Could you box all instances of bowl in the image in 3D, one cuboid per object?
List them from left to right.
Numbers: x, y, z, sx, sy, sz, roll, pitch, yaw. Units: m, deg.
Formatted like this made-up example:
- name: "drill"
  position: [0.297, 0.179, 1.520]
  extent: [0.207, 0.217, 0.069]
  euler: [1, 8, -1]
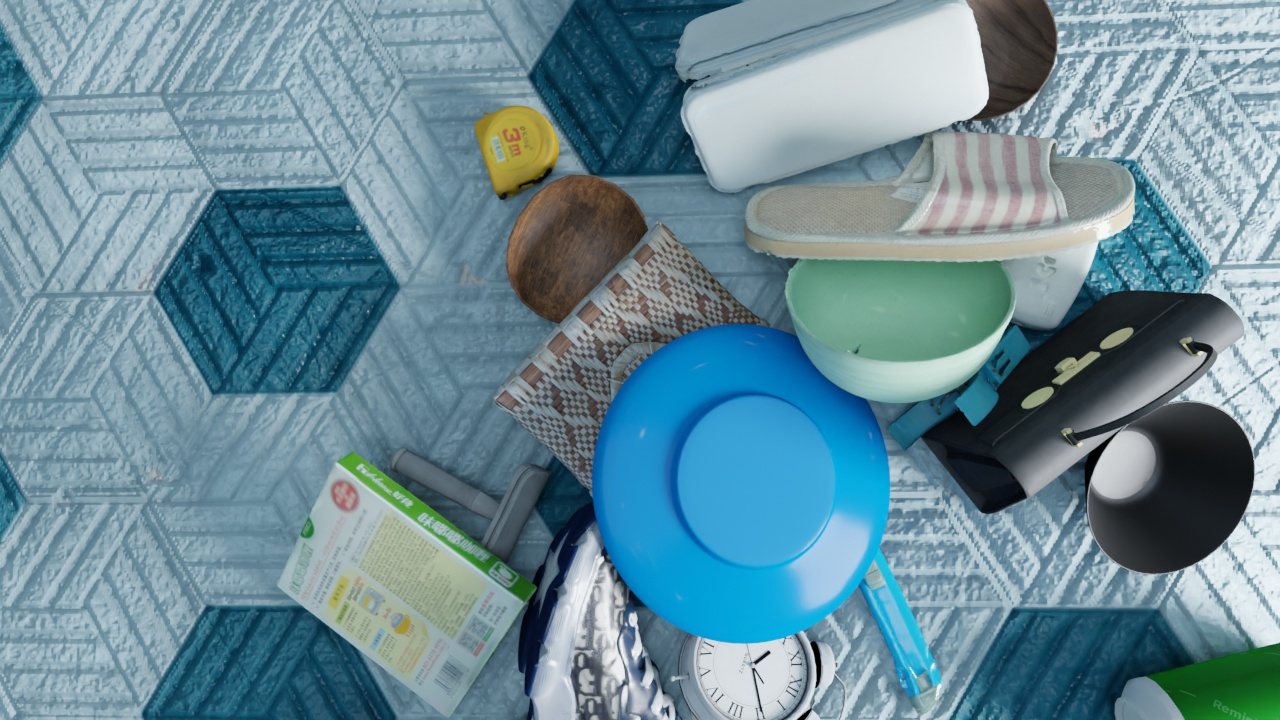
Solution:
- name: "bowl"
  position: [-0.048, -0.084, 0.702]
  extent: [0.102, 0.026, 0.114]
  euler: [30, 92, -8]
- name: "bowl"
  position: [0.178, -0.024, 0.642]
  extent: [0.151, 0.077, 0.150]
  euler: [-6, 41, 5]
- name: "bowl"
  position: [0.247, -0.233, 0.690]
  extent: [0.119, 0.032, 0.119]
  euler: [0, 86, 4]
- name: "bowl"
  position: [0.352, 0.081, 0.640]
  extent: [0.124, 0.052, 0.124]
  euler: [-2, 103, -8]

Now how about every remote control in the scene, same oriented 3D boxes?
- name: "remote control"
  position: [0.300, -0.080, 0.676]
  extent: [0.060, 0.028, 0.114]
  euler: [21, 88, 7]

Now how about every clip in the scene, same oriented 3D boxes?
- name: "clip"
  position: [0.224, 0.028, 0.659]
  extent: [0.033, 0.122, 0.120]
  euler: [49, 122, 4]

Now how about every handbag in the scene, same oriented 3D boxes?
- name: "handbag"
  position: [-0.004, 0.004, 0.676]
  extent: [0.124, 0.047, 0.186]
  euler: [44, 89, -5]
- name: "handbag"
  position: [0.293, 0.024, 0.584]
  extent: [0.176, 0.196, 0.072]
  euler: [-37, 84, 1]

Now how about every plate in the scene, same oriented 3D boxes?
- name: "plate"
  position: [0.078, 0.084, 0.640]
  extent: [0.224, 0.024, 0.224]
  euler: [2, 82, -14]

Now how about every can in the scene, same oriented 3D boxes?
- name: "can"
  position: [0.404, 0.243, 0.613]
  extent: [0.140, 0.088, 0.087]
  euler: [-15, 84, 3]

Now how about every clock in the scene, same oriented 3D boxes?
- name: "clock"
  position: [0.087, 0.222, 0.648]
  extent: [0.122, 0.035, 0.094]
  euler: [23, 61, 4]

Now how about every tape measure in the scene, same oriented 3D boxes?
- name: "tape measure"
  position: [-0.094, -0.167, 0.713]
  extent: [0.059, 0.030, 0.068]
  euler: [-20, 87, 3]

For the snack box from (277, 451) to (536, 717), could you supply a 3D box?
- name: "snack box"
  position: [-0.174, 0.165, 0.671]
  extent: [0.168, 0.027, 0.132]
  euler: [35, 115, 6]

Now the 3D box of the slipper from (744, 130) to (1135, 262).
- name: "slipper"
  position: [0.202, -0.118, 0.643]
  extent: [0.263, 0.114, 0.052]
  euler: [-3, 130, 14]

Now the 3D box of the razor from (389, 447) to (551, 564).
- name: "razor"
  position: [-0.138, 0.099, 0.694]
  extent: [0.116, 0.047, 0.088]
  euler: [25, 88, 14]

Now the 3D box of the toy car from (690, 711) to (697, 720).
- name: "toy car"
  position: [0.058, 0.269, 0.661]
  extent: [0.039, 0.039, 0.113]
  euler: [-10, 82, 3]

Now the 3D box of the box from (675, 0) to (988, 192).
- name: "box"
  position: [0.139, -0.212, 0.674]
  extent: [0.211, 0.105, 0.128]
  euler: [-10, 43, 22]

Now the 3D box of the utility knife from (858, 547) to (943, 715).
- name: "utility knife"
  position: [0.167, 0.154, 0.677]
  extent: [0.031, 0.015, 0.220]
  euler: [-26, 83, -3]

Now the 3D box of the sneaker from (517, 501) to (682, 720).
- name: "sneaker"
  position: [-0.023, 0.239, 0.656]
  extent: [0.132, 0.103, 0.269]
  euler: [12, 87, -9]
